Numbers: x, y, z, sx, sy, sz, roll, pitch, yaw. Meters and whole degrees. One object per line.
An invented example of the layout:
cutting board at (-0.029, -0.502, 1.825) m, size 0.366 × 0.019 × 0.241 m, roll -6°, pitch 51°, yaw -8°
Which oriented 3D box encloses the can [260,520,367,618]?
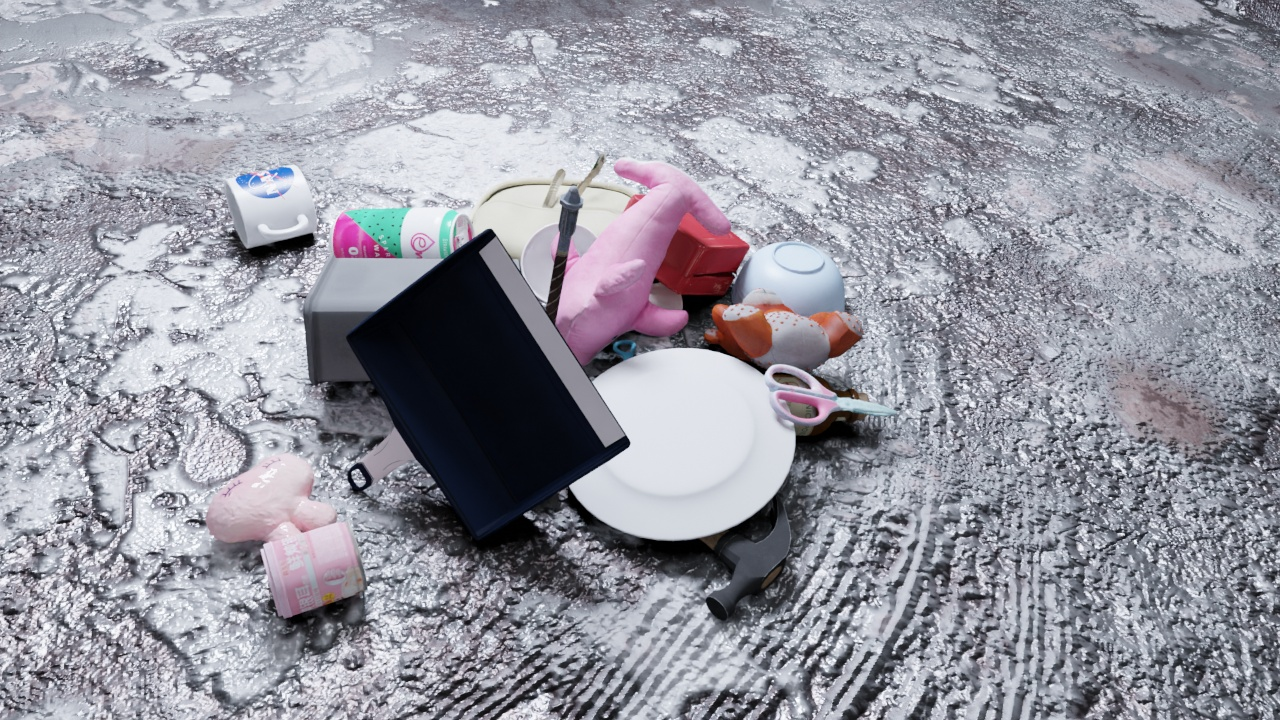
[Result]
can at (-0.288, 0.183, 0.809) m, size 0.076 × 0.067 × 0.067 m, roll -15°, pitch 45°, yaw -23°

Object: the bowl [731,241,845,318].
bowl at (0.199, -0.106, 1.193) m, size 0.150 × 0.075 × 0.150 m, roll 4°, pitch 41°, yaw -4°

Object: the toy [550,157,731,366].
toy at (-0.020, -0.103, 1.030) m, size 0.186 × 0.265 × 0.128 m, roll 34°, pitch 2°, yaw 3°

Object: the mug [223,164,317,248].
mug at (-0.478, -0.194, 1.199) m, size 0.090 × 0.091 × 0.121 m, roll -21°, pitch 49°, yaw -28°

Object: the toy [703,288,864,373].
toy at (0.154, -0.037, 1.063) m, size 0.163 × 0.093 × 0.172 m, roll 0°, pitch 5°, yaw -15°

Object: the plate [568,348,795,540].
plate at (0.036, 0.074, 0.941) m, size 0.242 × 0.016 × 0.242 m, roll -4°, pitch 49°, yaw 5°

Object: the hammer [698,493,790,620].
hammer at (0.016, 0.126, 0.938) m, size 0.305 × 0.040 × 0.132 m, roll 35°, pitch 52°, yaw 30°

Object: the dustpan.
dustpan at (-0.181, 0.051, 0.868) m, size 0.236 × 0.274 × 0.079 m, roll 57°, pitch 37°, yaw 1°

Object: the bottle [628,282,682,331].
bottle at (-0.021, -0.061, 1.133) m, size 0.146 × 0.051 × 0.051 m, roll -14°, pitch 45°, yaw -22°

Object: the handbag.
handbag at (-0.114, -0.180, 1.209) m, size 0.229 × 0.132 × 0.183 m, roll 15°, pitch 49°, yaw 12°

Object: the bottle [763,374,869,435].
bottle at (0.174, 0.049, 1.018) m, size 0.157 × 0.068 × 0.067 m, roll 1°, pitch 41°, yaw -6°

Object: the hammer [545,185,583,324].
hammer at (-0.089, -0.021, 0.871) m, size 0.044 × 0.323 × 0.098 m, roll -5°, pitch 42°, yaw -24°

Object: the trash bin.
trash bin at (-0.244, -0.049, 1.025) m, size 0.219 × 0.098 × 0.191 m, roll -1°, pitch 22°, yaw -10°

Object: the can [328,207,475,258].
can at (-0.297, -0.146, 1.146) m, size 0.166 × 0.088 × 0.088 m, roll 1°, pitch 40°, yaw 13°

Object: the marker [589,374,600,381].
marker at (-0.083, 0.038, 1.037) m, size 0.145 × 0.019 × 0.019 m, roll -18°, pitch 47°, yaw -25°

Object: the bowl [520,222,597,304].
bowl at (-0.095, -0.114, 1.120) m, size 0.105 × 0.105 × 0.054 m, roll -3°, pitch 0°, yaw -11°

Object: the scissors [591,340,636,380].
scissors at (-0.008, 0.005, 1.074) m, size 0.136 × 0.015 × 0.126 m, roll -2°, pitch 32°, yaw -35°

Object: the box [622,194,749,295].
box at (0.050, -0.140, 1.163) m, size 0.129 × 0.087 × 0.158 m, roll 40°, pitch 23°, yaw 19°

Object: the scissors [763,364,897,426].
scissors at (0.208, 0.042, 0.979) m, size 0.174 × 0.017 × 0.076 m, roll 8°, pitch 50°, yaw -24°

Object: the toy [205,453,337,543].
toy at (-0.343, 0.141, 0.867) m, size 0.105 × 0.053 × 0.108 m, roll 35°, pitch 46°, yaw 9°
